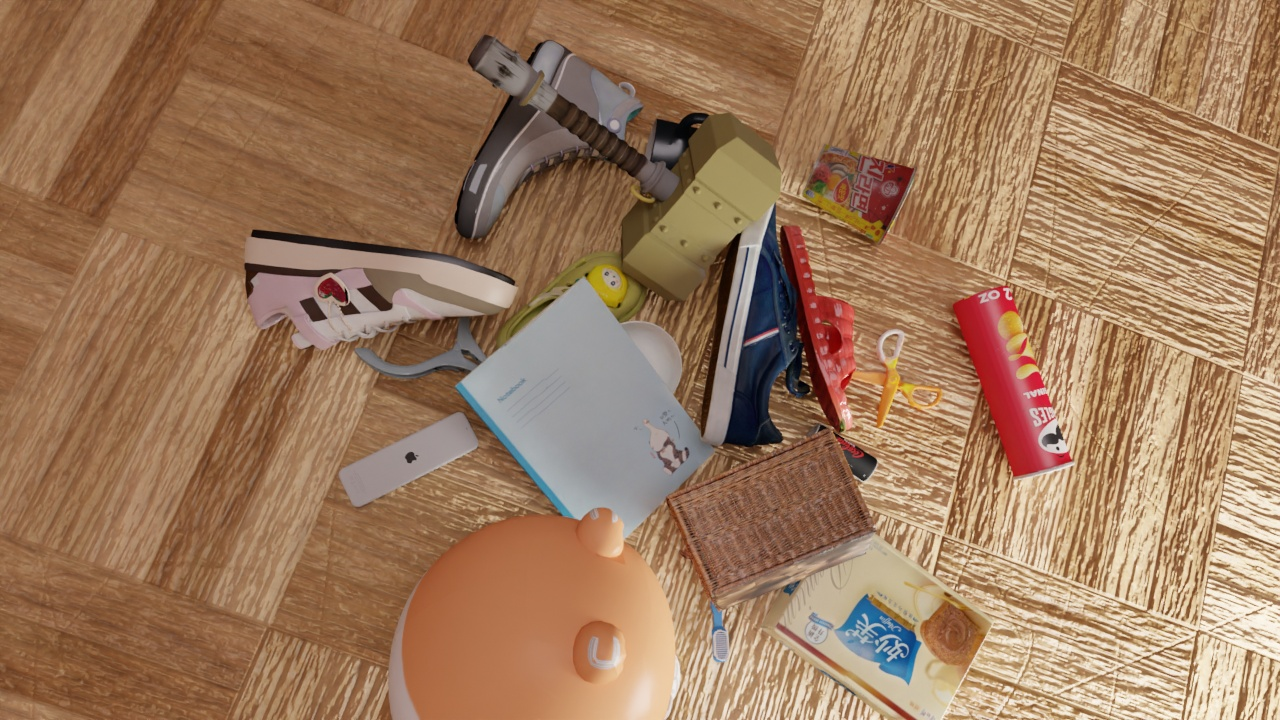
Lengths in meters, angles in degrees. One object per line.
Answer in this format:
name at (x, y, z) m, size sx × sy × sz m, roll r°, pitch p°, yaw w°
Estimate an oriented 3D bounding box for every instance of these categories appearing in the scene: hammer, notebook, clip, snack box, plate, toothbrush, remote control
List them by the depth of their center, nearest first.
hammer at (-0.033, -0.226, 0.955) m, size 0.324 × 0.100 × 0.191 m, roll 32°, pitch 118°, yaw -21°
notebook at (-0.052, 0.065, 0.980) m, size 0.180 × 0.009 × 0.253 m, roll -42°, pitch 109°, yaw -15°
remote control at (-0.248, 0.106, 0.987) m, size 0.146 × 0.008 × 0.045 m, roll -27°, pitch 83°, yaw -14°
snack box at (0.260, 0.289, 1.003) m, size 0.207 × 0.055 × 0.153 m, roll 36°, pitch 74°, yaw 0°
clip at (-0.246, -0.018, 1.006) m, size 0.164 × 0.031 × 0.168 m, roll -27°, pitch 82°, yaw -12°
toothbrush at (0.083, 0.244, 1.007) m, size 0.016 × 0.014 × 0.166 m, roll -1°, pitch 77°, yaw -9°
plate at (-0.006, 0.006, 1.030) m, size 0.104 × 0.026 × 0.104 m, roll -1°, pitch 98°, yaw -4°

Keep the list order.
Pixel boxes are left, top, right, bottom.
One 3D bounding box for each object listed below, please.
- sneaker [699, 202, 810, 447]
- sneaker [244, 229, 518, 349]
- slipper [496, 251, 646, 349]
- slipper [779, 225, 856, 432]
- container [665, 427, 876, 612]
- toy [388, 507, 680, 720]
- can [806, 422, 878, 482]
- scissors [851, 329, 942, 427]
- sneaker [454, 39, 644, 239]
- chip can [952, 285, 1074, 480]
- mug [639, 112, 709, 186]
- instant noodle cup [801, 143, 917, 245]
sneaker at (0.146, -0.044, 1.024) m, size 0.127 × 0.121 × 0.294 m, roll 8°, pitch 81°, yaw -2°
sneaker at (-0.277, -0.059, 0.954) m, size 0.294 × 0.111 × 0.116 m, roll 8°, pitch 92°, yaw 5°
slipper at (-0.077, -0.058, 1.015) m, size 0.190 × 0.082 × 0.091 m, roll -38°, pitch 83°, yaw -13°
slipper at (0.213, -0.043, 1.046) m, size 0.059 × 0.103 × 0.248 m, roll -13°, pitch 77°, yaw 3°
container at (0.135, 0.169, 0.949) m, size 0.198 × 0.114 × 0.112 m, roll -22°, pitch 65°, yaw -1°
toy at (-0.086, 0.268, 0.835) m, size 0.265 × 0.282 × 0.262 m, roll 18°, pitch 40°, yaw -19°
can at (0.230, 0.105, 1.051) m, size 0.080 × 0.032 × 0.031 m, roll 33°, pitch 75°, yaw -1°
scissors at (0.301, 0.020, 1.092) m, size 0.125 × 0.011 × 0.131 m, roll 8°, pitch 75°, yaw -9°
sneaker at (-0.099, -0.229, 1.051) m, size 0.160 × 0.093 × 0.256 m, roll 26°, pitch 76°, yaw -11°
chip can at (0.438, 0.025, 1.083) m, size 0.069 × 0.069 × 0.220 m, roll -14°, pitch 80°, yaw -12°
mug at (0.058, -0.238, 1.054) m, size 0.094 × 0.122 × 0.085 m, roll 11°, pitch 58°, yaw -7°
instant noodle cup at (0.257, -0.206, 1.096) m, size 0.112 × 0.100 × 0.100 m, roll 25°, pitch 75°, yaw 4°
